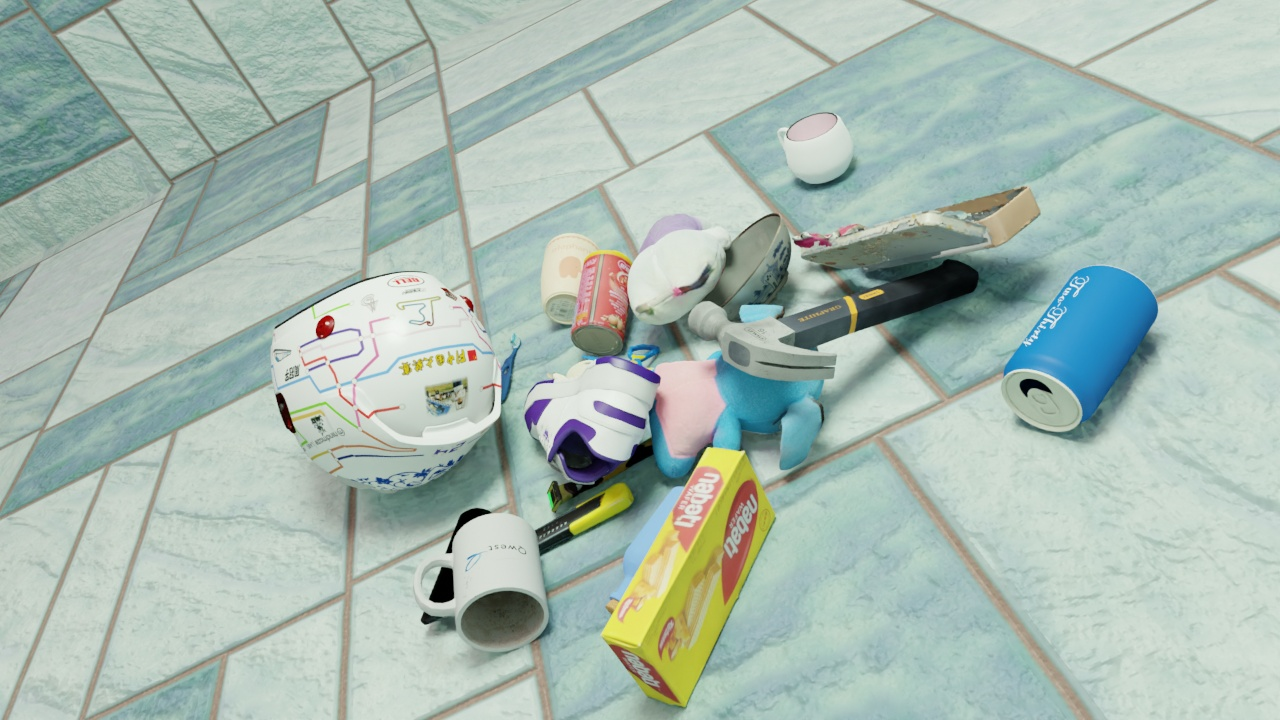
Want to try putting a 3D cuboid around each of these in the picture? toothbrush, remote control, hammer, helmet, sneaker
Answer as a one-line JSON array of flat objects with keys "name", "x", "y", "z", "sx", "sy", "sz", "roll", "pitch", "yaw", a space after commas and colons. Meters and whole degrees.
[{"name": "toothbrush", "x": -0.173, "y": 0.008, "z": 1.202, "sx": 0.021, "sy": 0.016, "sz": 0.132, "roll": -18, "pitch": 35, "yaw": 18}, {"name": "remote control", "x": -0.188, "y": 0.207, "z": 0.939, "sx": 0.045, "sy": 0.021, "sz": 0.140, "roll": -25, "pitch": 28, "yaw": 21}, {"name": "hammer", "x": 0.211, "y": -0.051, "z": 0.900, "sx": 0.311, "sy": 0.035, "sz": 0.139, "roll": -19, "pitch": 36, "yaw": -29}, {"name": "helmet", "x": -0.295, "y": 0.034, "z": 1.065, "sx": 0.230, "sy": 0.236, "sz": 0.315, "roll": -13, "pitch": 0, "yaw": -39}, {"name": "sneaker", "x": -0.063, "y": 0.078, "z": 0.953, "sx": 0.245, "sy": 0.091, "sz": 0.111, "roll": -26, "pitch": 45, "yaw": 60}]

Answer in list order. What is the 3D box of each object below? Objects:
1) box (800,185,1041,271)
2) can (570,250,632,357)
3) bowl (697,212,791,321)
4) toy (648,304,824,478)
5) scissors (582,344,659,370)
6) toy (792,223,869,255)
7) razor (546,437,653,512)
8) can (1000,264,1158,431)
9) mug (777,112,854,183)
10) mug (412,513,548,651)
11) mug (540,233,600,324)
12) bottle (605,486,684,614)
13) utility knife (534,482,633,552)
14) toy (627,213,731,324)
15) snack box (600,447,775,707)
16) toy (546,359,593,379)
[{"name": "box", "x": 0.282, "y": -0.129, "z": 0.952, "sx": 0.156, "sy": 0.071, "sz": 0.217, "roll": -4, "pitch": 0, "yaw": -25}, {"name": "can", "x": -0.047, "y": -0.073, "z": 1.150, "sx": 0.067, "sy": 0.067, "sz": 0.124, "roll": -10, "pitch": 53, "yaw": 24}, {"name": "bowl", "x": 0.130, "y": -0.096, "z": 1.071, "sx": 0.151, "sy": 0.057, "sz": 0.150, "roll": -47, "pitch": 17, "yaw": 18}, {"name": "toy", "x": 0.091, "y": 0.023, "z": 0.930, "sx": 0.192, "sy": 0.099, "sz": 0.223, "roll": -22, "pitch": 44, "yaw": 15}, {"name": "scissors", "x": -0.003, "y": 0.009, "z": 1.054, "sx": 0.131, "sy": 0.014, "sz": 0.125, "roll": 18, "pitch": 27, "yaw": 29}, {"name": "toy", "x": 0.227, "y": -0.135, "z": 1.085, "sx": 0.102, "sy": 0.050, "sz": 0.065, "roll": -7, "pitch": 8, "yaw": -32}, {"name": "razor", "x": -0.033, "y": 0.114, "z": 0.965, "sx": 0.144, "sy": 0.021, "sz": 0.044, "roll": -30, "pitch": 23, "yaw": -1}, {"name": "can", "x": 0.380, "y": -0.013, "z": 0.795, "sx": 0.079, "sy": 0.079, "sz": 0.145, "roll": 18, "pitch": 55, "yaw": 46}, {"name": "mug", "x": 0.232, "y": -0.288, "z": 1.251, "sx": 0.090, "sy": 0.076, "sz": 0.124, "roll": -39, "pitch": 36, "yaw": -15}, {"name": "mug", "x": -0.151, "y": 0.208, "z": 0.856, "sx": 0.119, "sy": 0.083, "sz": 0.096, "roll": -3, "pitch": 33, "yaw": -12}, {"name": "mug", "x": -0.080, "y": -0.104, "z": 1.237, "sx": 0.111, "sy": 0.085, "sz": 0.104, "roll": 7, "pitch": 48, "yaw": -2}, {"name": "bottle", "x": 0.013, "y": 0.177, "z": 0.830, "sx": 0.048, "sy": 0.048, "sz": 0.130, "roll": 11, "pitch": 50, "yaw": 42}, {"name": "utility knife", "x": -0.112, "y": 0.188, "z": 0.929, "sx": 0.234, "sy": 0.020, "sz": 0.028, "roll": -30, "pitch": 32, "yaw": 3}, {"name": "toy", "x": 0.043, "y": -0.122, "z": 1.114, "sx": 0.138, "sy": 0.085, "sz": 0.209, "roll": -40, "pitch": 17, "yaw": 14}, {"name": "snack box", "x": 0.047, "y": 0.176, "z": 0.770, "sx": 0.042, "sy": 0.092, "sz": 0.200, "roll": 2, "pitch": 44, "yaw": 37}, {"name": "toy", "x": -0.055, "y": 0.026, "z": 1.064, "sx": 0.112, "sy": 0.050, "sz": 0.087, "roll": -17, "pitch": 29, "yaw": -28}]
